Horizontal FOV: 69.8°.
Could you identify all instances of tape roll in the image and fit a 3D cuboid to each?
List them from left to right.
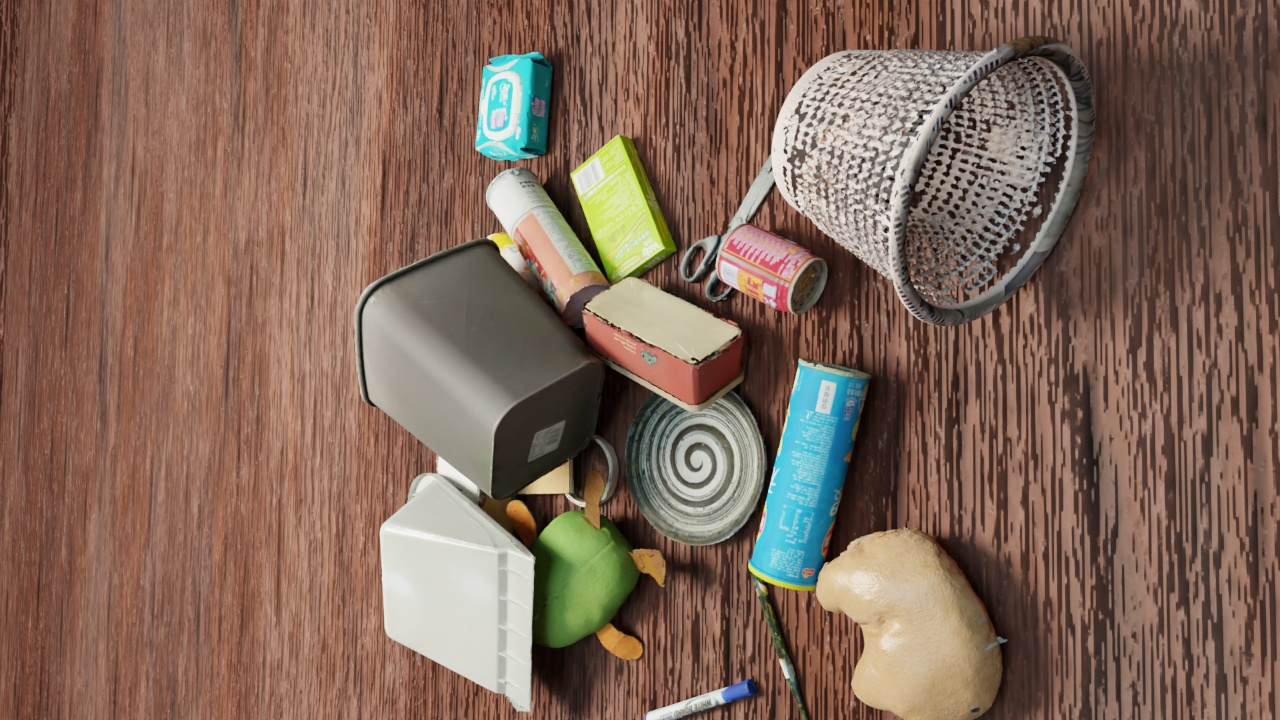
[{"bbox_3d":[-0.062,0.129,1.080,0.086,0.013,0.085,-2,86,37],"label":"tape roll"}]

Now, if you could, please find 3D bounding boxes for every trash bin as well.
[{"bbox_3d":[-0.172,0.016,1.020,0.220,0.198,0.199,40,140,26],"label":"trash bin"},{"bbox_3d":[0.225,-0.168,0.769,0.192,0.227,0.228,37,110,46],"label":"trash bin"}]

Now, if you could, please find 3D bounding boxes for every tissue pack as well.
[{"bbox_3d":[-0.160,-0.321,1.160,0.093,0.050,0.133,5,90,39],"label":"tissue pack"}]

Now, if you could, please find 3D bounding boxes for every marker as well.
[{"bbox_3d":[0.061,0.363,0.969,0.146,0.016,0.017,-31,69,32],"label":"marker"}]

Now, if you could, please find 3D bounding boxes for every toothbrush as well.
[{"bbox_3d":[0.142,0.299,0.909,0.012,0.017,0.185,-26,72,27],"label":"toothbrush"}]

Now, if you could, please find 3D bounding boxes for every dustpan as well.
[{"bbox_3d":[-0.210,0.251,1.099,0.258,0.142,0.223,13,115,19],"label":"dustpan"}]

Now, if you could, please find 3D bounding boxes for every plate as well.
[{"bbox_3d":[0.059,0.107,0.983,0.180,0.024,0.179,-2,87,36],"label":"plate"}]

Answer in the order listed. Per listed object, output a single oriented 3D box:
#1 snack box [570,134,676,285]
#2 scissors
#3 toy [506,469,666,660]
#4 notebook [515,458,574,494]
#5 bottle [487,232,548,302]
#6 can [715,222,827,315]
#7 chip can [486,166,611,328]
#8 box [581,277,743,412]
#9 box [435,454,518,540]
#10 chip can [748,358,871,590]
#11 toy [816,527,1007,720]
[{"bbox_3d":[-0.022,-0.172,1.059,0.086,0.026,0.156,-33,68,32],"label":"snack box"},{"bbox_3d":[0.098,-0.148,0.974,0.147,0.014,0.172,-3,86,37],"label":"scissors"},{"bbox_3d":[-0.073,0.243,1.035,0.227,0.089,0.247,50,120,13],"label":"toy"},{"bbox_3d":[-0.161,0.093,1.151,0.212,0.012,0.149,-8,81,41],"label":"notebook"},{"bbox_3d":[-0.156,-0.108,1.135,0.108,0.063,0.063,49,115,27],"label":"bottle"},{"bbox_3d":[0.131,-0.090,0.911,0.094,0.066,0.066,31,106,35],"label":"can"},{"bbox_3d":[-0.108,-0.136,1.085,0.071,0.071,0.214,-50,56,24],"label":"chip can"},{"bbox_3d":[0.024,-0.028,0.963,0.168,0.091,0.080,29,138,35],"label":"box"},{"bbox_3d":[-0.201,0.176,1.135,0.090,0.061,0.184,12,111,39],"label":"box"},{"bbox_3d":[0.161,0.107,0.874,0.071,0.071,0.210,17,97,37],"label":"chip can"},{"bbox_3d":[0.246,0.258,0.799,0.144,0.082,0.226,-31,72,37],"label":"toy"}]
